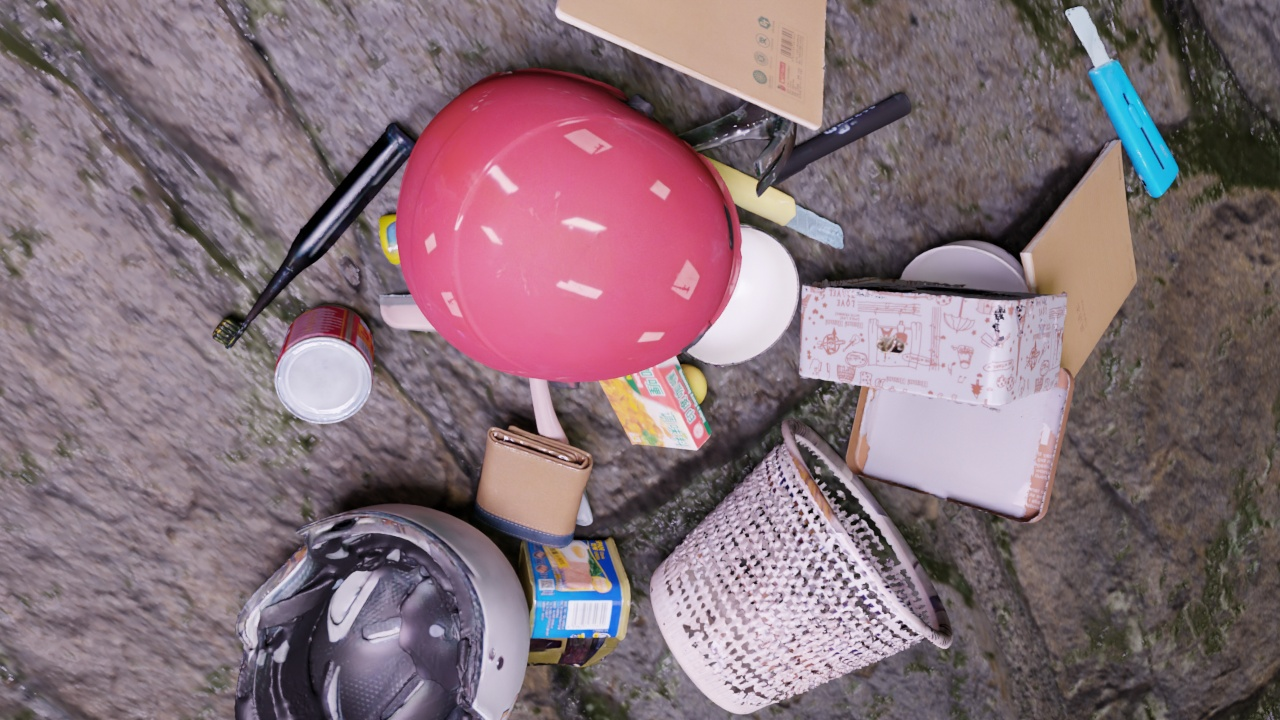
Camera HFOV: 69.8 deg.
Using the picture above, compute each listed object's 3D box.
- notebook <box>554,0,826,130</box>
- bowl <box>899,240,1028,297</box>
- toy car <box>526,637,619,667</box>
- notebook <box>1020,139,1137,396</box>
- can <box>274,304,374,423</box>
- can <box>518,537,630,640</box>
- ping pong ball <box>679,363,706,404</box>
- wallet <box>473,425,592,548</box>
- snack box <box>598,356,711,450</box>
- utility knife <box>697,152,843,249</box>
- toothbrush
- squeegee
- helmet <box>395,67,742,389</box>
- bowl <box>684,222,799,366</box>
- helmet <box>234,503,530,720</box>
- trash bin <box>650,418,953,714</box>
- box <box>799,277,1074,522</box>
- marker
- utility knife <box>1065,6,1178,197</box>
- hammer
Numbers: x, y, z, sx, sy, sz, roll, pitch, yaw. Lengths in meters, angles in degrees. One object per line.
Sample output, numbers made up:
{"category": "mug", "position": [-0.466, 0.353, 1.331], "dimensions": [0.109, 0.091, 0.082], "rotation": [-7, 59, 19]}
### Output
{"category": "notebook", "position": [0.046, -0.261, 0.657], "dimensions": [0.207, 0.008, 0.147], "rotation": [17, 64, -20]}
{"category": "bowl", "position": [0.295, -0.064, 0.810], "dimensions": [0.064, 0.118, 0.118], "rotation": [-45, 122, -39]}
{"category": "toy car", "position": [-0.088, 0.250, 0.845], "dimensions": [0.158, 0.042, 0.070], "rotation": [5, 109, -20]}
{"category": "notebook", "position": [0.392, -0.081, 0.808], "dimensions": [0.210, 0.012, 0.149], "rotation": [-42, 121, -33]}
{"category": "can", "position": [-0.232, -0.001, 0.681], "dimensions": [0.066, 0.093, 0.066], "rotation": [-5, 111, -14]}
{"category": "can", "position": [-0.061, 0.197, 0.799], "dimensions": [0.083, 0.102, 0.057], "rotation": [3, 109, -14]}
{"category": "ping pong ball", "position": [0.037, 0.023, 0.793], "dimensions": [0.040, 0.040, 0.040], "rotation": [-5, 111, -14]}
{"category": "wallet", "position": [-0.090, 0.105, 0.757], "dimensions": [0.090, 0.033, 0.115], "rotation": [18, 136, 2]}
{"category": "snack box", "position": [-0.004, 0.004, 0.756], "dimensions": [0.026, 0.077, 0.156], "rotation": [-45, 120, -36]}
{"category": "utility knife", "position": [0.087, -0.137, 0.758], "dimensions": [0.206, 0.021, 0.031], "rotation": [22, 106, -15]}
{"category": "toothbrush", "position": [-0.244, -0.089, 0.682], "dimensions": [0.213, 0.026, 0.027], "rotation": [-46, 127, 5]}
{"category": "squeegee", "position": [-0.070, 0.057, 0.751], "dimensions": [0.248, 0.040, 0.250], "rotation": [-1, 127, 12]}
{"category": "helmet", "position": [-0.047, -0.075, 0.591], "dimensions": [0.240, 0.143, 0.207], "rotation": [17, 104, -2]}
{"category": "bowl", "position": [0.064, -0.060, 0.755], "dimensions": [0.116, 0.066, 0.116], "rotation": [-5, 111, -15]}
{"category": "helmet", "position": [-0.189, 0.235, 0.738], "dimensions": [0.230, 0.156, 0.274], "rotation": [34, 110, 19]}
{"category": "trash bin", "position": [0.125, 0.195, 0.802], "dimensions": [0.192, 0.227, 0.227], "rotation": [-39, 115, 15]}
{"category": "box", "position": [0.233, 0.035, 0.750], "dimensions": [0.156, 0.183, 0.193], "rotation": [-6, 102, -46]}
{"category": "marker", "position": [0.164, -0.184, 0.762], "dimensions": [0.132, 0.020, 0.022], "rotation": [-28, 131, -3]}
{"category": "utility knife", "position": [0.428, -0.231, 0.818], "dimensions": [0.034, 0.018, 0.204], "rotation": [-42, 113, 3]}
{"category": "hammer", "position": [-0.038, -0.137, 0.686], "dimensions": [0.323, 0.126, 0.032], "rotation": [-19, 141, -1]}
